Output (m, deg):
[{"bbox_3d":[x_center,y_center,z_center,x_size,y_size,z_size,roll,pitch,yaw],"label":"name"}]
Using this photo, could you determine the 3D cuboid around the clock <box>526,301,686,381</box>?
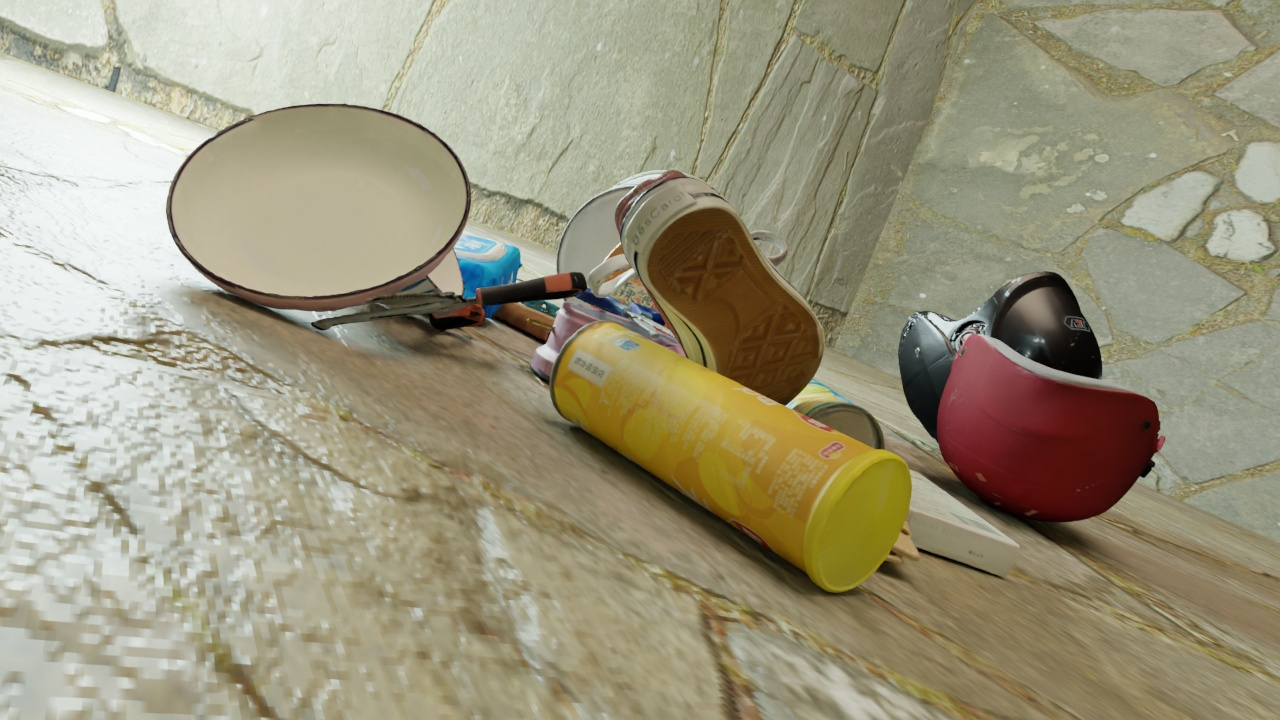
[{"bbox_3d":[-0.004,0.004,0.705,0.158,0.060,0.117,23,7,16],"label":"clock"}]

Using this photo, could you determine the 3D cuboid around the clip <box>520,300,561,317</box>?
[{"bbox_3d":[-0.098,-0.055,0.921,0.055,0.013,0.037,20,4,-42],"label":"clip"}]

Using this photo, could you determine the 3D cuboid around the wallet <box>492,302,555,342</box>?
[{"bbox_3d":[-0.091,-0.034,0.919,0.101,0.020,0.115,26,6,34],"label":"wallet"}]

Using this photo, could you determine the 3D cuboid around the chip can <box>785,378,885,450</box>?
[{"bbox_3d":[0.120,0.042,0.731,0.071,0.071,0.210,19,7,-13],"label":"chip can"}]

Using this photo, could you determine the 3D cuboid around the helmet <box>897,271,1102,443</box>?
[{"bbox_3d":[0.499,0.022,1.237,0.233,0.275,0.230,6,41,-31],"label":"helmet"}]

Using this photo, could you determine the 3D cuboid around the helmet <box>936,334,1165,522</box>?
[{"bbox_3d":[0.396,0.089,0.928,0.207,0.144,0.240,26,-5,34],"label":"helmet"}]

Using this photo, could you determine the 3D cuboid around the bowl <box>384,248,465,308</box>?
[{"bbox_3d":[-0.196,-0.086,0.721,0.116,0.066,0.116,63,8,-16],"label":"bowl"}]

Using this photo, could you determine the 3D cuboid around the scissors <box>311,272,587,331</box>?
[{"bbox_3d":[-0.124,-0.039,0.640,0.189,0.015,0.224,-14,-1,-12],"label":"scissors"}]

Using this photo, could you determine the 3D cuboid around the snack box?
[{"bbox_3d":[0.195,0.104,0.667,0.084,0.027,0.157,19,7,-12],"label":"snack box"}]

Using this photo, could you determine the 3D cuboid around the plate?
[{"bbox_3d":[-0.211,-0.100,0.619,0.192,0.039,0.192,4,51,-6],"label":"plate"}]

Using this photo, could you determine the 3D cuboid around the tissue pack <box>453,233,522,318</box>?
[{"bbox_3d":[-0.166,-0.087,0.862,0.095,0.052,0.157,15,18,0],"label":"tissue pack"}]

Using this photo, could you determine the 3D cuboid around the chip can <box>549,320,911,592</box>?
[{"bbox_3d":[0.037,0.042,0.497,0.072,0.072,0.213,14,9,-45],"label":"chip can"}]

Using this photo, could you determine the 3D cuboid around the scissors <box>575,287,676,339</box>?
[{"bbox_3d":[0.005,-0.031,0.713,0.170,0.012,0.144,25,9,36],"label":"scissors"}]

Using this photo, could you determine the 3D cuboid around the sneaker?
[{"bbox_3d":[0.044,-0.042,0.577,0.088,0.118,0.241,56,5,38],"label":"sneaker"}]

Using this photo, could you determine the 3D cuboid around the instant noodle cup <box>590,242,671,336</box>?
[{"bbox_3d":[0.031,-0.049,0.910,0.151,0.151,0.111,22,-1,5],"label":"instant noodle cup"}]

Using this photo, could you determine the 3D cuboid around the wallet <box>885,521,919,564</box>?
[{"bbox_3d":[0.121,0.094,0.555,0.087,0.024,0.115,17,5,5],"label":"wallet"}]

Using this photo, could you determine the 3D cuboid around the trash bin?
[{"bbox_3d":[0.013,-0.124,1.139,0.229,0.230,0.251,22,12,4],"label":"trash bin"}]
